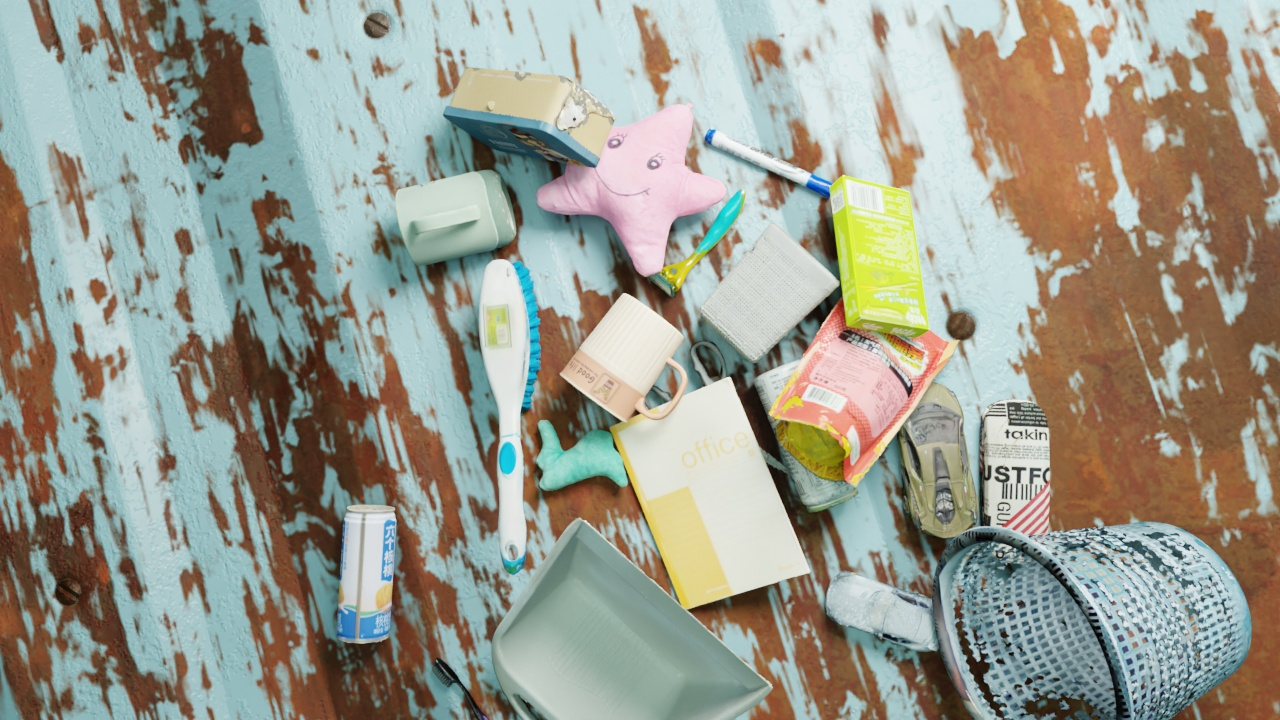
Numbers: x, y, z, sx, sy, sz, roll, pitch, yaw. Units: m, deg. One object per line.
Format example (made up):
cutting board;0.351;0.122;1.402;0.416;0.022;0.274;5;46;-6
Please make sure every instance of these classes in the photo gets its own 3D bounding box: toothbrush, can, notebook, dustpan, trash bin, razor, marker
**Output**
toothbrush;-0.155;0.385;0.954;0.017;0.014;0.189;-42;85;9
can;0.166;0.075;0.923;0.058;0.058;0.146;-22;86;3
can;-0.284;0.219;0.952;0.053;0.053;0.134;3;87;4
notebook;0.067;0.137;0.928;0.146;0.010;0.206;-24;86;24
dustpan;-0.038;0.296;0.863;0.222;0.258;0.142;40;67;5
trash bin;0.412;0.240;0.822;0.194;0.227;0.226;-10;86;-20
razor;0.065;-0.125;0.955;0.132;0.028;0.043;-49;54;3
marker;0.135;-0.207;0.961;0.146;0.017;0.017;26;89;5

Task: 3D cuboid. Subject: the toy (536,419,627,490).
toy;-0.069;0.100;0.954;0.092;0.030;0.096;-21;80;1

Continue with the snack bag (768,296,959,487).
snack bag;0.216;0.014;0.892;0.128;0.073;0.207;39;62;1

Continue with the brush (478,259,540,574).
brush;-0.130;0.048;0.921;0.060;0.109;0.314;-5;87;1

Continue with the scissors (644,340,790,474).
scissors;0.074;0.062;0.936;0.159;0.014;0.178;1;86;17

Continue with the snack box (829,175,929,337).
snack box;0.235;-0.102;0.904;0.085;0.026;0.156;7;67;-23

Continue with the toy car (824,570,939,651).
toy car;0.246;0.252;0.920;0.121;0.037;0.054;18;89;8

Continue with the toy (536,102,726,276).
toy;-0.010;-0.199;0.942;0.194;0.074;0.178;36;84;11

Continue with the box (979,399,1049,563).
box;0.372;0.120;0.909;0.070;0.056;0.164;-1;87;-15

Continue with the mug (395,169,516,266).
mug;-0.188;-0.146;0.934;0.106;0.111;0.082;-12;100;1

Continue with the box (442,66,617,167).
box;-0.116;-0.244;0.916;0.184;0.089;0.060;17;84;41

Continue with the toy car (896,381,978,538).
toy car;0.295;0.098;0.922;0.070;0.042;0.158;-9;84;3

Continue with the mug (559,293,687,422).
mug;-0.005;0.005;0.925;0.114;0.081;0.106;36;88;13

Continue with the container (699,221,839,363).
container;0.124;-0.063;0.919;0.090;0.090;0.114;44;94;5
